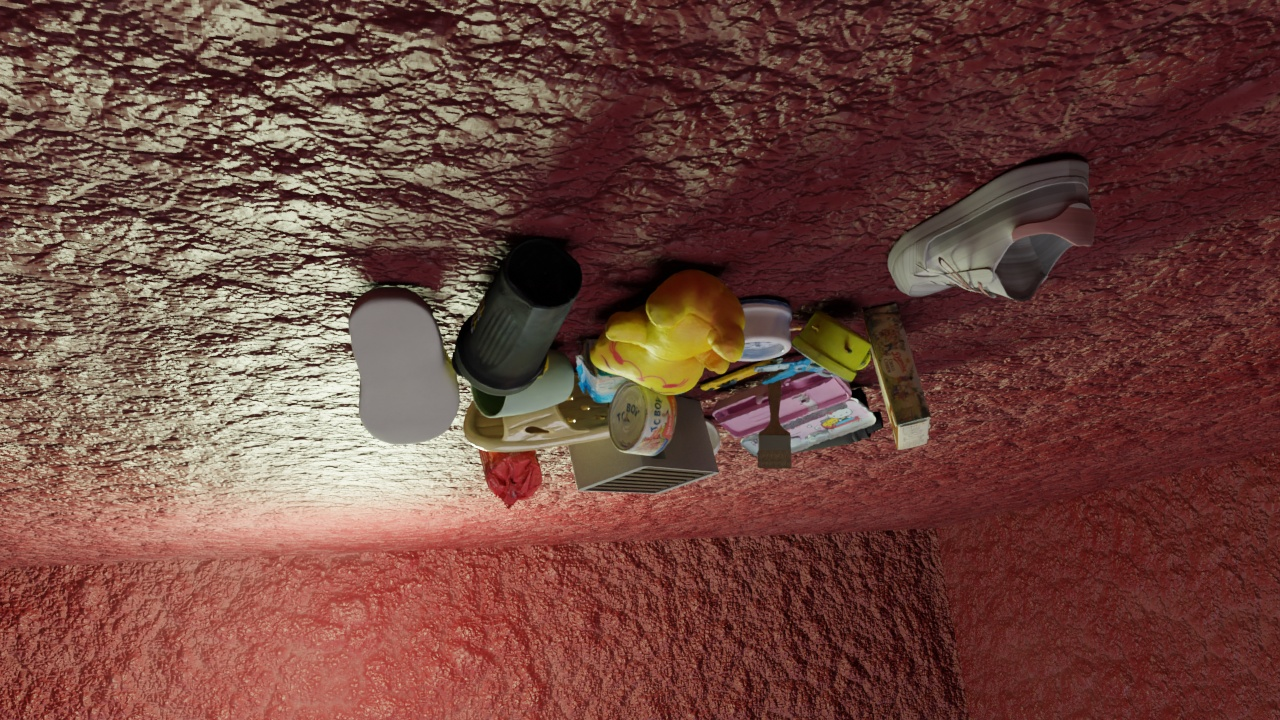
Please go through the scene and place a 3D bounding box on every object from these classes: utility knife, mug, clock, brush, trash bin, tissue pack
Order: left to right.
[{"bbox_3d":[-0.147,0.024,1.097,0.103,0.084,0.112,-4,172,-42],"label":"mug"},{"bbox_3d":[-0.007,0.006,1.109,0.144,0.061,0.093,-7,158,-1],"label":"tissue pack"},{"bbox_3d":[0.003,0.121,1.339,0.115,0.114,0.228,-23,161,27],"label":"trash bin"},{"bbox_3d":[0.139,0.019,1.273,0.030,0.017,0.160,-2,162,-42],"label":"utility knife"},{"bbox_3d":[0.113,-0.034,1.034,0.125,0.052,0.089,1,163,-9],"label":"clock"},{"bbox_3d":[0.183,0.076,1.248,0.045,0.143,0.008,1,163,11],"label":"brush"},{"bbox_3d":[0.224,-0.016,1.067,0.083,0.057,0.119,34,-170,18],"label":"clock"}]

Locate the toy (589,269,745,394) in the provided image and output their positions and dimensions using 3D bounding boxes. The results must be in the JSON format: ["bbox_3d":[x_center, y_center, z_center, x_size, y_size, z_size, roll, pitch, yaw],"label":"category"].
[{"bbox_3d":[0.026,-0.029,0.961,0.134,0.087,0.194,18,156,-13],"label":"toy"}]

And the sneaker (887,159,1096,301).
[{"bbox_3d":[0.315,-0.090,0.840,0.099,0.089,0.237,2,162,-20],"label":"sneaker"}]

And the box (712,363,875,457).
[{"bbox_3d":[0.224,0.080,1.342,0.202,0.037,0.152,-23,133,31],"label":"box"}]

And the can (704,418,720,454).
[{"bbox_3d":[0.076,0.144,1.555,0.071,0.071,0.129,4,161,-26],"label":"can"}]

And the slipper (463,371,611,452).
[{"bbox_3d":[-0.100,0.049,1.182,0.261,0.111,0.079,-5,138,-4],"label":"slipper"}]

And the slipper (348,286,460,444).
[{"bbox_3d":[-0.261,-0.007,0.999,0.113,0.080,0.266,-8,146,-10],"label":"slipper"}]

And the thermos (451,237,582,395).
[{"bbox_3d":[-0.120,-0.036,0.898,0.098,0.098,0.221,2,157,-21],"label":"thermos"}]

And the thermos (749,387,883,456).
[{"bbox_3d":[0.273,0.095,1.429,0.199,0.086,0.086,-12,161,22],"label":"thermos"}]

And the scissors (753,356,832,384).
[{"bbox_3d":[0.214,0.001,1.209,0.140,0.013,0.118,-2,150,2],"label":"scissors"}]

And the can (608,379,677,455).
[{"bbox_3d":[0.002,0.066,1.058,0.043,0.086,0.086,10,157,-32],"label":"can"}]

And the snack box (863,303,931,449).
[{"bbox_3d":[0.309,0.022,1.106,0.041,0.147,0.143,-15,160,12],"label":"snack box"}]

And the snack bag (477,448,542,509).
[{"bbox_3d":[-0.183,0.113,1.238,0.082,0.176,0.082,-11,129,-14],"label":"snack bag"}]
